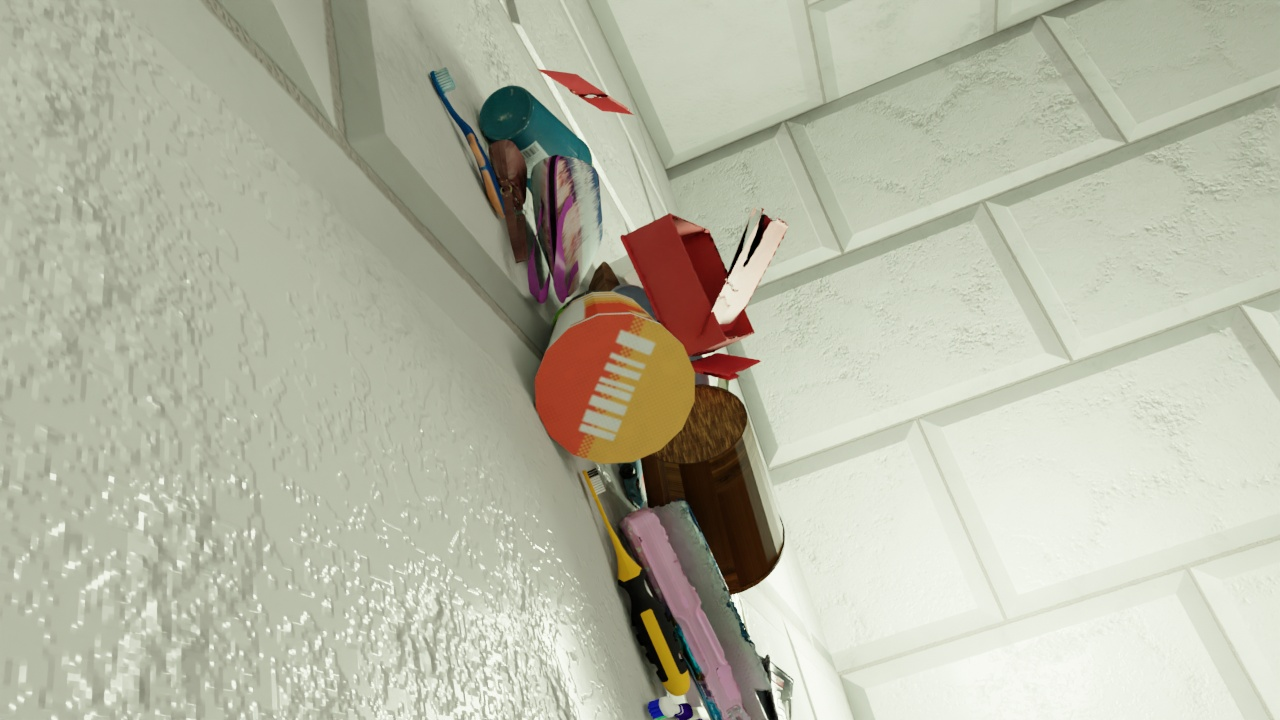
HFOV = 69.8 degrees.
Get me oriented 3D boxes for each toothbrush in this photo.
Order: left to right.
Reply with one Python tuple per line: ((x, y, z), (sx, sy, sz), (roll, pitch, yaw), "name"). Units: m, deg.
((-0.143, -0.185, 0.788), (0.021, 0.017, 0.135), (-83, 151, -66), "toothbrush")
((-0.006, 0.180, 0.749), (0.031, 0.031, 0.196), (97, -31, -83), "toothbrush")
((0.036, 0.295, 0.770), (0.187, 0.016, 0.015), (57, 15, -63), "toothbrush")

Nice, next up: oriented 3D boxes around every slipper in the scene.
((0.147, 0.378, 1.114), (0.111, 0.063, 0.263), (60, 10, -45), "slipper")

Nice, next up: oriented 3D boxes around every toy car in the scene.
((-0.005, 0.096, 0.940), (0.060, 0.027, 0.107), (57, 15, -54), "toy car")

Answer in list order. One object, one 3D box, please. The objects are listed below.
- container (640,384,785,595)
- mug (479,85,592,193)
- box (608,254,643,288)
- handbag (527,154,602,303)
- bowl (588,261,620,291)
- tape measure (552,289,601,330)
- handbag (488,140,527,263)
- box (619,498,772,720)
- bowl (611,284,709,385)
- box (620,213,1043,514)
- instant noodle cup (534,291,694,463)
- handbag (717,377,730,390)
((0.061, 0.117, 0.862), (0.132, 0.132, 0.167), (-100, 176, -51), "container")
((-0.107, -0.218, 0.917), (0.121, 0.078, 0.078), (36, 34, -65), "mug")
((0.017, -0.098, 1.194), (0.108, 0.101, 0.102), (23, -40, 63), "box")
((-0.076, -0.110, 0.850), (0.169, 0.068, 0.145), (-86, 174, -57), "handbag")
((-0.036, -0.057, 1.093), (0.119, 0.032, 0.119), (-20, 89, -81), "bowl")
((-0.053, -0.037, 0.847), (0.036, 0.066, 0.058), (50, 12, -41), "tape measure")
((-0.115, -0.140, 0.839), (0.055, 0.029, 0.119), (62, 15, -62), "handbag")
((0.057, 0.230, 0.794), (0.230, 0.063, 0.085), (64, -8, 3), "box")
((-0.006, 0.005, 0.930), (0.150, 0.075, 0.150), (36, 35, -31), "bowl")
((0.164, 0.008, 0.894), (0.425, 0.128, 0.212), (36, 11, 10), "box")
((-0.026, 0.003, 0.765), (0.121, 0.123, 0.123), (-109, 175, -69), "instant noodle cup")
((0.112, 0.097, 1.249), (0.151, 0.074, 0.176), (-55, 155, -80), "handbag")
